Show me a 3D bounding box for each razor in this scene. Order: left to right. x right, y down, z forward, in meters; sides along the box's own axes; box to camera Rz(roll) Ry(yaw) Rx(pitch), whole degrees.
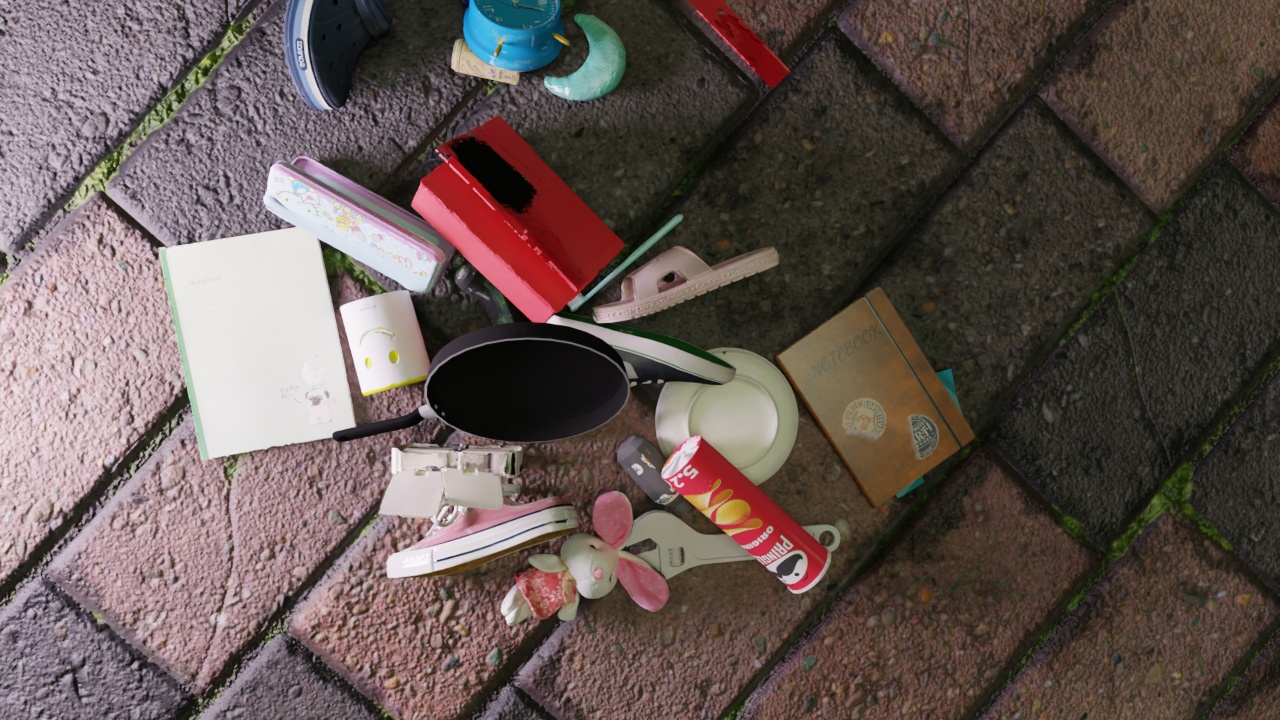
[{"bbox_3d":[-0.171,-0.062,1.083,0.067,0.054,0.151,-37,105,-49],"label":"razor"}]

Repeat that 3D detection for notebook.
[{"bbox_3d":[-0.448,-0.022,1.078,0.182,0.010,0.252,-10,93,-6],"label":"notebook"},{"bbox_3d":[0.310,0.049,1.165,0.178,0.014,0.249,-34,95,-4],"label":"notebook"}]

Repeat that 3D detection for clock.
[{"bbox_3d":[-0.152,-0.411,1.062,0.116,0.060,0.161,-18,70,-18],"label":"clock"}]

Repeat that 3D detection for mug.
[{"bbox_3d":[-0.293,-0.020,1.060,0.082,0.082,0.106,-15,93,-6],"label":"mug"}]

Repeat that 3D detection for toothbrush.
[{"bbox_3d":[-0.018,-0.122,1.122,0.180,0.016,0.016,-39,87,-3],"label":"toothbrush"}]

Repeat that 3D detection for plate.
[{"bbox_3d":[0.110,0.075,1.133,0.182,0.034,0.182,0,92,-6],"label":"plate"}]

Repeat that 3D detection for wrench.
[{"bbox_3d":[0.117,0.222,1.148,0.273,0.018,0.086,-5,92,-8],"label":"wrench"}]

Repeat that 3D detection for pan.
[{"bbox_3d":[-0.188,0.042,1.038,0.357,0.225,0.034,-13,57,12],"label":"pan"}]

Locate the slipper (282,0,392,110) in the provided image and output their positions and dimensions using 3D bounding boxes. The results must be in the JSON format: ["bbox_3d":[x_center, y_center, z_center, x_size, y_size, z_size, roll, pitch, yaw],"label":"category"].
[{"bbox_3d":[-0.328,-0.408,1.032,0.095,0.105,0.252,11,88,0],"label":"slipper"}]

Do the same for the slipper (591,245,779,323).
[{"bbox_3d":[0.048,-0.105,1.092,0.239,0.094,0.064,-20,98,-11],"label":"slipper"}]

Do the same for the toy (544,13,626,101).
[{"bbox_3d":[-0.060,-0.358,1.104,0.085,0.033,0.105,25,90,4],"label":"toy"}]

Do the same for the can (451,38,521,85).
[{"bbox_3d":[-0.180,-0.353,1.085,0.079,0.038,0.038,11,90,-7],"label":"can"}]

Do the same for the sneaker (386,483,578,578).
[{"bbox_3d":[-0.191,0.190,1.063,0.241,0.118,0.087,-20,74,11],"label":"sneaker"}]

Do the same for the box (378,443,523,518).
[{"bbox_3d":[-0.209,0.132,1.016,0.143,0.191,0.069,1,88,0],"label":"box"}]

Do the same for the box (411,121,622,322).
[{"bbox_3d":[-0.174,-0.137,1.155,0.213,0.326,0.152,44,71,-6],"label":"box"}]

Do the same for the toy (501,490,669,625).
[{"bbox_3d":[-0.076,0.254,1.093,0.194,0.084,0.159,-22,101,-7],"label":"toy"}]

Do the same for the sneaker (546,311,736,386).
[{"bbox_3d":[-0.006,0.006,1.094,0.235,0.084,0.079,14,99,2],"label":"sneaker"}]

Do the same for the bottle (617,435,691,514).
[{"bbox_3d":[0.019,0.141,1.118,0.047,0.047,0.112,-43,96,-4],"label":"bottle"}]

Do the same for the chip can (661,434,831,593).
[{"bbox_3d":[0.127,0.184,1.097,0.220,0.069,0.069,42,87,-12],"label":"chip can"}]

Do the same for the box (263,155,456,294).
[{"bbox_3d":[-0.323,-0.154,1.056,0.214,0.096,0.077,29,104,-7],"label":"box"}]
